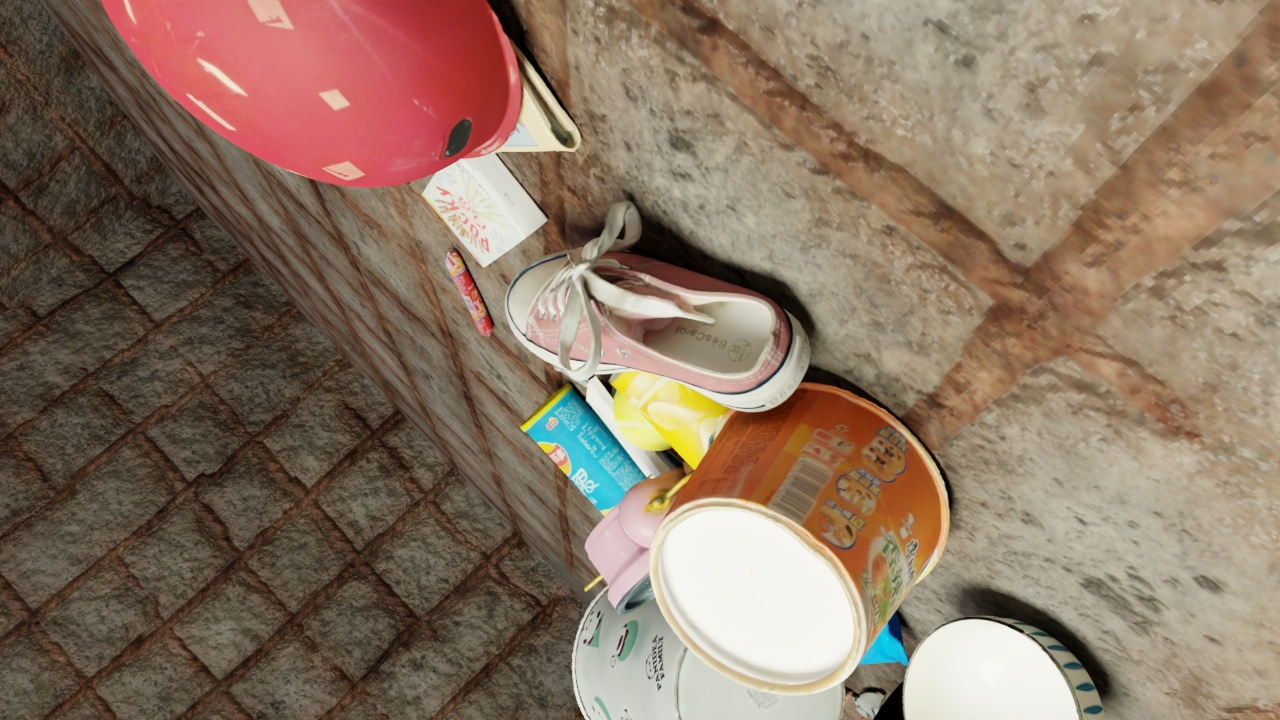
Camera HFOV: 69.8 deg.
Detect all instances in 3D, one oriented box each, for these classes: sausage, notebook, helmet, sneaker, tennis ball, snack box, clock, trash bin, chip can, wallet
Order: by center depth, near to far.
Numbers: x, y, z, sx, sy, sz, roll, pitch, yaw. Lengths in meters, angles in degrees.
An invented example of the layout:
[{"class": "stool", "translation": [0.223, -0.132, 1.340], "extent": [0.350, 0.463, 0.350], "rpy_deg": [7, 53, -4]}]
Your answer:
[{"class": "helmet", "translation": [-0.188, -0.183, 0.492], "extent": [0.207, 0.143, 0.240], "rpy_deg": [-8, 123, 48]}, {"class": "sneaker", "translation": [-0.013, -0.035, 0.547], "extent": [0.241, 0.118, 0.088], "rpy_deg": [19, 166, 46]}, {"class": "wallet", "translation": [-0.091, -0.168, 0.574], "extent": [0.115, 0.024, 0.087], "rpy_deg": [20, 153, 55]}, {"class": "chip can", "translation": [0.076, 0.066, 0.612], "extent": [0.213, 0.072, 0.072], "rpy_deg": [46, 163, 3]}, {"class": "helmet", "translation": [0.238, 0.367, 0.632], "extent": [0.233, 0.229, 0.276], "rpy_deg": [45, 124, 5]}, {"class": "clock", "translation": [0.021, 0.124, 0.695], "extent": [0.060, 0.117, 0.159], "rpy_deg": [51, 135, 20]}, {"class": "tennis ball", "translation": [0.011, 0.037, 0.706], "extent": [0.065, 0.065, 0.065], "rpy_deg": [41, 162, 17]}, {"class": "snack box", "translation": [-0.130, -0.126, 0.747], "extent": [0.084, 0.026, 0.157], "rpy_deg": [50, 161, -12]}, {"class": "notebook", "translation": [0.017, 0.108, 0.833], "extent": [0.209, 0.012, 0.150], "rpy_deg": [51, 172, 4]}, {"class": "trash bin", "translation": [0.071, 0.335, 0.978], "extent": [0.229, 0.229, 0.252], "rpy_deg": [49, 158, -6]}, {"class": "chip can", "translation": [-0.034, 0.125, 0.991], "extent": [0.210, 0.071, 0.071], "rpy_deg": [48, 163, -5]}, {"class": "sausage", "translation": [-0.185, -0.071, 1.003], "extent": [0.020, 0.020, 0.156], "rpy_deg": [38, 160, 27]}]

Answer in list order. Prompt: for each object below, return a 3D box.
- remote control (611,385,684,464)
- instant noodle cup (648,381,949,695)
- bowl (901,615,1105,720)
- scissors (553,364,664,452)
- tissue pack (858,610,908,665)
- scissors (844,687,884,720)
[{"class": "remote control", "translation": [0.027, 0.057, 0.774], "extent": [0.136, 0.020, 0.056], "rpy_deg": [39, 150, 22]}, {"class": "instant noodle cup", "translation": [0.082, 0.102, 0.508], "extent": [0.151, 0.111, 0.151], "rpy_deg": [15, 121, 26]}, {"class": "bowl", "translation": [0.226, 0.213, 0.554], "extent": [0.066, 0.116, 0.116], "rpy_deg": [10, -172, -37]}, {"class": "scissors", "translation": [-0.037, 0.027, 0.882], "extent": [0.170, 0.012, 0.144], "rpy_deg": [43, 162, 7]}, {"class": "tissue pack", "translation": [0.144, 0.187, 0.747], "extent": [0.157, 0.052, 0.095], "rpy_deg": [27, 154, 48]}, {"class": "scissors", "translation": [0.243, 0.384, 1.011], "extent": [0.189, 0.015, 0.224], "rpy_deg": [28, 153, 46]}]
